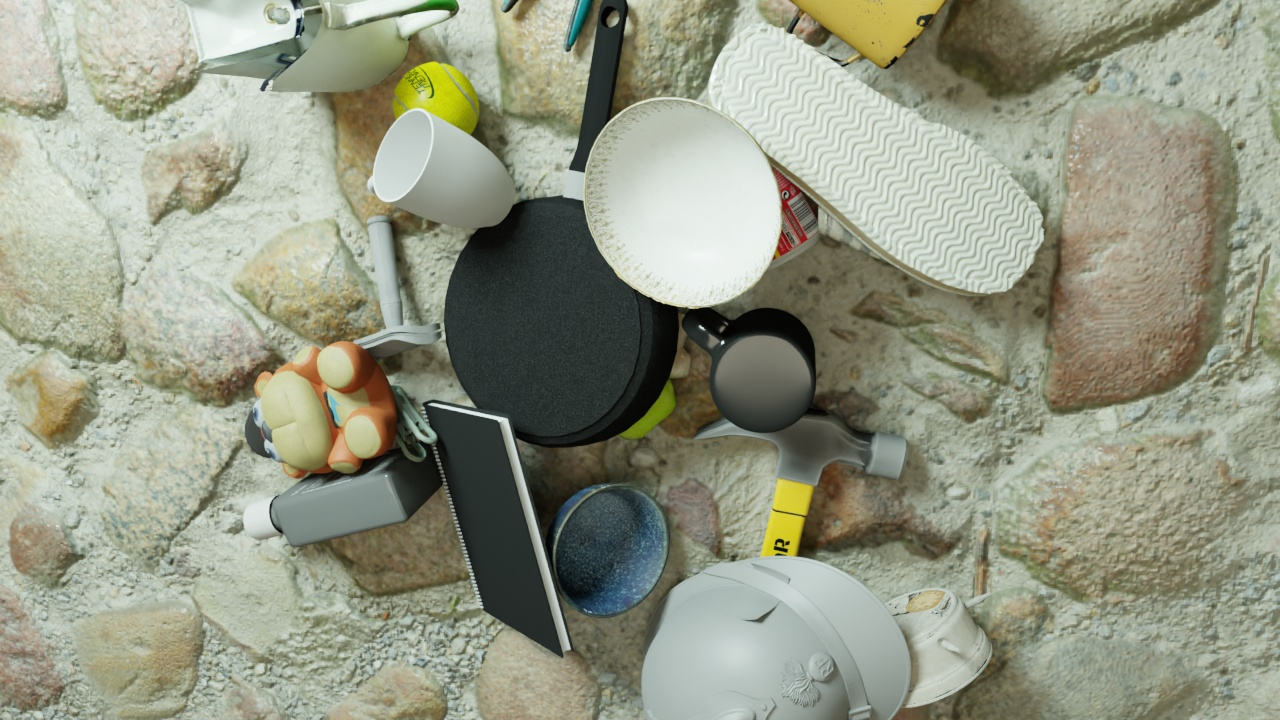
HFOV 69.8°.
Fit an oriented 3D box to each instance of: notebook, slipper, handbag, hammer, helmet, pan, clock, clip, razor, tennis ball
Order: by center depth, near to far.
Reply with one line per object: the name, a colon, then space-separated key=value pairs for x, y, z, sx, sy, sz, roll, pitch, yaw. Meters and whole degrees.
slipper: x=0.167 y=-0.140 z=0.660 sx=0.272 sy=0.054 sz=0.114 roll=30 pitch=81 yaw=-10
handbag: x=-0.216 y=-0.238 z=0.671 sx=0.176 sy=0.151 sz=0.074 roll=-5 pitch=105 yaw=11
tennis ball: x=-0.159 y=-0.198 z=0.716 sx=0.065 sy=0.065 sz=0.065 roll=3 pitch=106 yaw=10
pan: x=-0.057 y=-0.102 z=0.717 sx=0.204 sy=0.044 sz=0.356 roll=15 pitch=103 yaw=23
helmet: x=0.075 y=0.269 z=0.733 sx=0.272 sy=0.117 sz=0.183 roll=-34 pitch=85 yaw=39
clock: x=0.209 y=0.234 z=0.760 sx=0.157 sy=0.103 sz=0.061 roll=-27 pitch=92 yaw=42
razor: x=-0.212 y=-0.064 z=0.772 sx=0.088 sy=0.047 sz=0.116 roll=-12 pitch=86 yaw=46
notebook: x=-0.125 y=0.138 z=0.781 sx=0.149 sy=0.016 sz=0.207 roll=5 pitch=112 yaw=54
hammer: x=0.110 y=0.190 z=0.796 sx=0.170 sy=0.034 sz=0.325 roll=12 pitch=109 yaw=8
clip: x=-0.206 y=0.054 z=0.803 sx=0.076 sy=0.023 sz=0.043 roll=47 pitch=112 yaw=27

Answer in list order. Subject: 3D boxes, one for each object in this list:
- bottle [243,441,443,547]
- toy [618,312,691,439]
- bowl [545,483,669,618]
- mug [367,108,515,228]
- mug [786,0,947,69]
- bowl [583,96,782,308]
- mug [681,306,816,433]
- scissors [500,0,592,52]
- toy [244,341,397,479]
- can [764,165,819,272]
bottle: x=-0.273 y=0.125 z=0.820 sx=0.174 sy=0.083 sz=0.046 roll=-16 pitch=102 yaw=15
toy: x=-0.004 y=0.004 z=0.757 sx=0.092 sy=0.043 sz=0.118 roll=32 pitch=105 yaw=5
bowl: x=-0.038 y=0.156 z=0.788 sx=0.114 sy=0.061 sz=0.114 roll=-4 pitch=98 yaw=-34
mug: x=-0.155 y=-0.134 z=0.699 sx=0.107 sy=0.089 sz=0.071 roll=-8 pitch=71 yaw=40
mug: x=0.156 y=-0.256 z=0.628 sx=0.094 sy=0.100 sz=0.124 roll=35 pitch=130 yaw=-3
bowl: x=0.038 y=-0.115 z=0.641 sx=0.145 sy=0.063 sz=0.145 roll=12 pitch=119 yaw=22
mug: x=0.082 y=-0.004 z=0.713 sx=0.113 sy=0.087 sz=0.078 roll=35 pitch=108 yaw=0
scissors: x=-0.052 y=-0.306 z=0.691 sx=0.124 sy=0.019 sz=0.156 roll=-7 pitch=102 yaw=11
toy: x=-0.277 y=0.046 z=0.791 sx=0.176 sy=0.096 sz=0.112 roll=-18 pitch=94 yaw=48
can: x=0.086 y=-0.124 z=0.692 sx=0.064 sy=0.064 sz=0.105 roll=-29 pitch=98 yaw=16
